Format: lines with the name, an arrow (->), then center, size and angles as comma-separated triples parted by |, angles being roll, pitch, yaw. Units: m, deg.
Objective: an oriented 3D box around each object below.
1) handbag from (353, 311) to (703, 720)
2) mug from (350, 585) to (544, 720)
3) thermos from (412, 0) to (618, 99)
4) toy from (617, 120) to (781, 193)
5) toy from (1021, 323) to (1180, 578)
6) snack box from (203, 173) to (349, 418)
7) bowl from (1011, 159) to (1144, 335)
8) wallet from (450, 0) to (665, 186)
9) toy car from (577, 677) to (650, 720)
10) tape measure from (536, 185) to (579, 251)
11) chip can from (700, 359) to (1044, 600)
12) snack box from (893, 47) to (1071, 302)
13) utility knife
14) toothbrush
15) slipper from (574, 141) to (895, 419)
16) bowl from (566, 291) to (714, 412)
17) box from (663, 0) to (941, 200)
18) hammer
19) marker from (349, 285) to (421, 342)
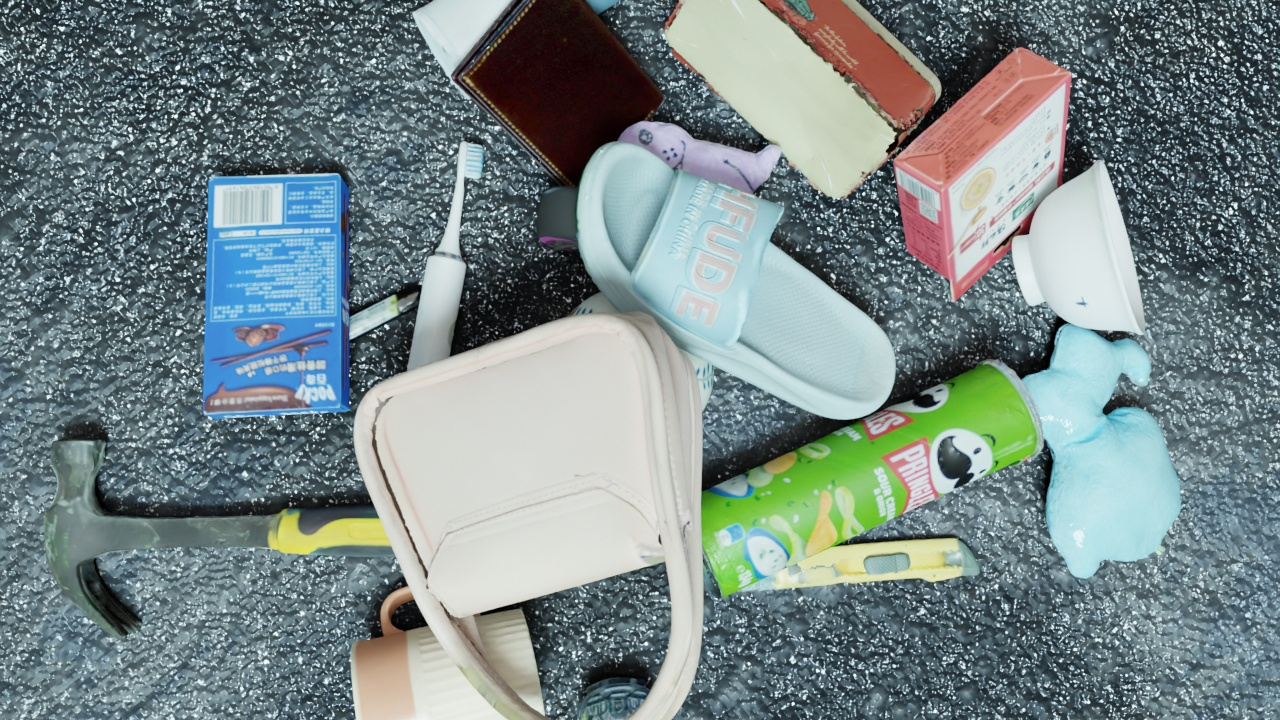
handbag -> -0.047, 0.101, 0.513 | 0.194, 0.093, 0.234 | -20, 76, 20
mug -> -0.123, 0.193, 0.577 | 0.105, 0.082, 0.114 | -10, 53, -14
thermos -> -0.043, -0.260, 0.610 | 0.220, 0.070, 0.070 | -36, 91, -6
toy -> 0.030, -0.121, 0.621 | 0.108, 0.038, 0.084 | 18, 112, -3
toy -> 0.318, 0.065, 0.630 | 0.156, 0.050, 0.161 | 41, 77, -1
snack box -> -0.233, -0.042, 0.592 | 0.084, 0.026, 0.157 | -3, 79, -4
bowl -> 0.290, -0.068, 0.618 | 0.065, 0.118, 0.118 | -14, 88, 32
wallet -> -0.049, -0.176, 0.595 | 0.096, 0.020, 0.122 | -50, 129, -1
toy car -> -0.011, 0.269, 0.603 | 0.054, 0.037, 0.120 | -5, 98, -5
tape measure -> -0.040, -0.090, 0.605 | 0.058, 0.057, 0.039 | 9, 88, -13
chip can -> 0.142, 0.078, 0.605 | 0.236, 0.072, 0.072 | -24, 89, -5
snack box -> 0.229, -0.120, 0.612 | 0.113, 0.127, 0.044 | -42, 55, -6
utility knife -> 0.149, 0.142, 0.634 | 0.173, 0.019, 0.031 | -5, 82, 0
toothbrush -> -0.134, -0.038, 0.611 | 0.026, 0.027, 0.221 | 11, 86, -17
slipper -> 0.067, -0.047, 0.568 | 0.245, 0.074, 0.103 | 33, 60, -13
bowl -> -0.004, 0.004, 0.602 | 0.113, 0.062, 0.113 | 0, 86, -5
box -> 0.098, -0.188, 0.595 | 0.168, 0.092, 0.079 | 43, 60, -1
hammer -> -0.214, 0.113, 0.596 | 0.323, 0.032, 0.126 | 0, 88, -5
marker -> -0.201, -0.018, 0.612 | 0.124, 0.015, 0.018 | -28, 90, -8
